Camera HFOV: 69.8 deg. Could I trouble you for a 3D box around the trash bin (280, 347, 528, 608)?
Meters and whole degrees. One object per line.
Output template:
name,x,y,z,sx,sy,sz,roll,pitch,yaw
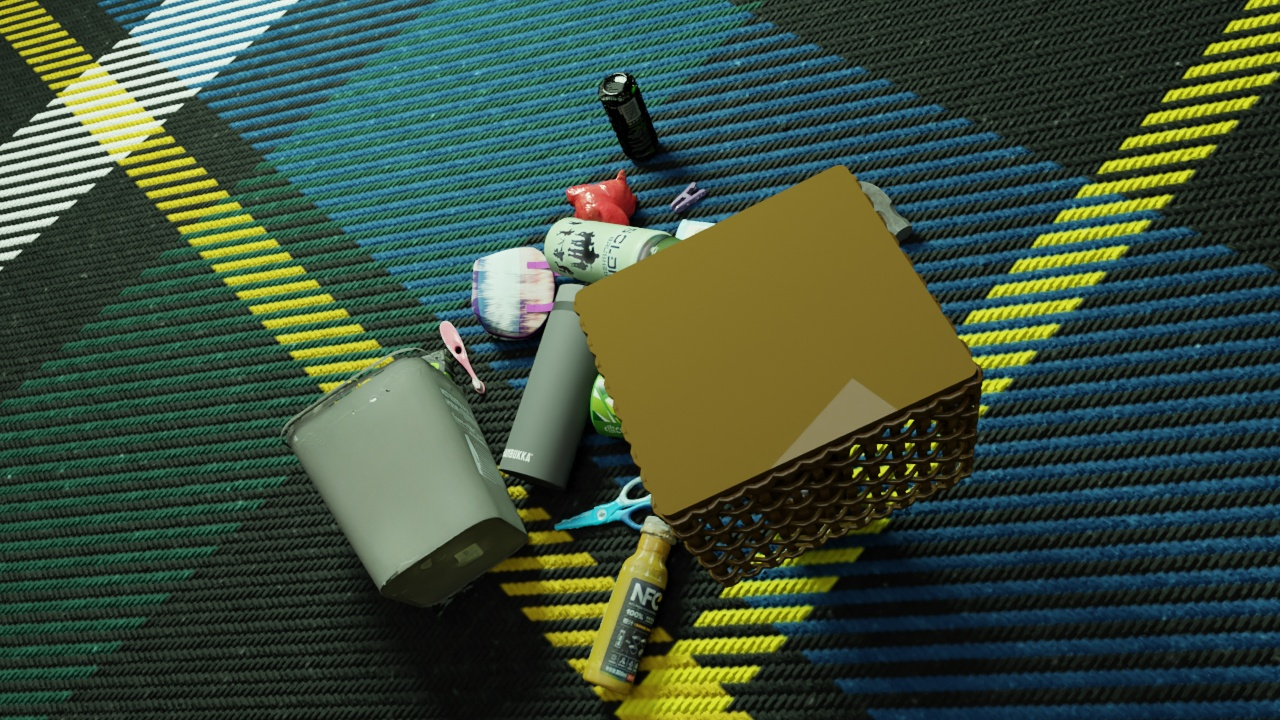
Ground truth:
trash bin,-0.258,0.144,1.060,0.197,0.197,0.220,-34,65,-2

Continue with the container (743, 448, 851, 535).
container,0.157,0.110,0.948,0.132,0.167,0.132,-7,63,14

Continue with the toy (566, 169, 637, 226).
toy,-0.032,-0.187,1.211,0.094,0.088,0.133,-24,60,-7

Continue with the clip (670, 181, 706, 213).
clip,0.068,-0.216,1.229,0.041,0.014,0.052,20,69,23

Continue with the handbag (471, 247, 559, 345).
handbag,-0.130,-0.091,1.208,0.170,0.068,0.144,-6,61,7

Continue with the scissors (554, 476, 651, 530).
scissors,-0.038,0.177,1.068,0.135,0.015,0.066,-15,63,7

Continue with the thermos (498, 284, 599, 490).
thermos,-0.094,0.029,1.104,0.082,0.082,0.240,11,75,22

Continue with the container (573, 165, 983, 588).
container,0.117,0.023,0.780,0.252,0.214,0.219,-25,60,4

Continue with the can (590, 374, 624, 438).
can,0.022,0.054,1.068,0.144,0.083,0.083,5,66,20

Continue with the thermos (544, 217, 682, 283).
thermos,-0.017,-0.117,1.084,0.232,0.082,0.082,17,69,47

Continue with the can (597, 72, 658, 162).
can,-0.015,-0.326,1.236,0.054,0.138,0.053,-7,62,14

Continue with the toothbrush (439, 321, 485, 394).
toothbrush,-0.238,-0.007,1.221,0.021,0.016,0.135,-33,60,-4

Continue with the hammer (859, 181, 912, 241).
hammer,0.175,-0.124,1.140,0.301,0.028,0.111,-31,60,2

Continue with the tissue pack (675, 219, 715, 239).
tissue pack,0.118,-0.100,1.092,0.182,0.070,0.112,11,70,19

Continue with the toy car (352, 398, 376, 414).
toy car,-0.380,0.086,1.212,0.048,0.033,0.105,24,73,28

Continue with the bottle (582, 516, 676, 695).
bottle,-0.006,0.262,0.992,0.053,0.053,0.185,13,69,23

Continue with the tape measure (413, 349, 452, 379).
tape measure,-0.281,0.021,1.210,0.066,0.036,0.058,-19,61,7
